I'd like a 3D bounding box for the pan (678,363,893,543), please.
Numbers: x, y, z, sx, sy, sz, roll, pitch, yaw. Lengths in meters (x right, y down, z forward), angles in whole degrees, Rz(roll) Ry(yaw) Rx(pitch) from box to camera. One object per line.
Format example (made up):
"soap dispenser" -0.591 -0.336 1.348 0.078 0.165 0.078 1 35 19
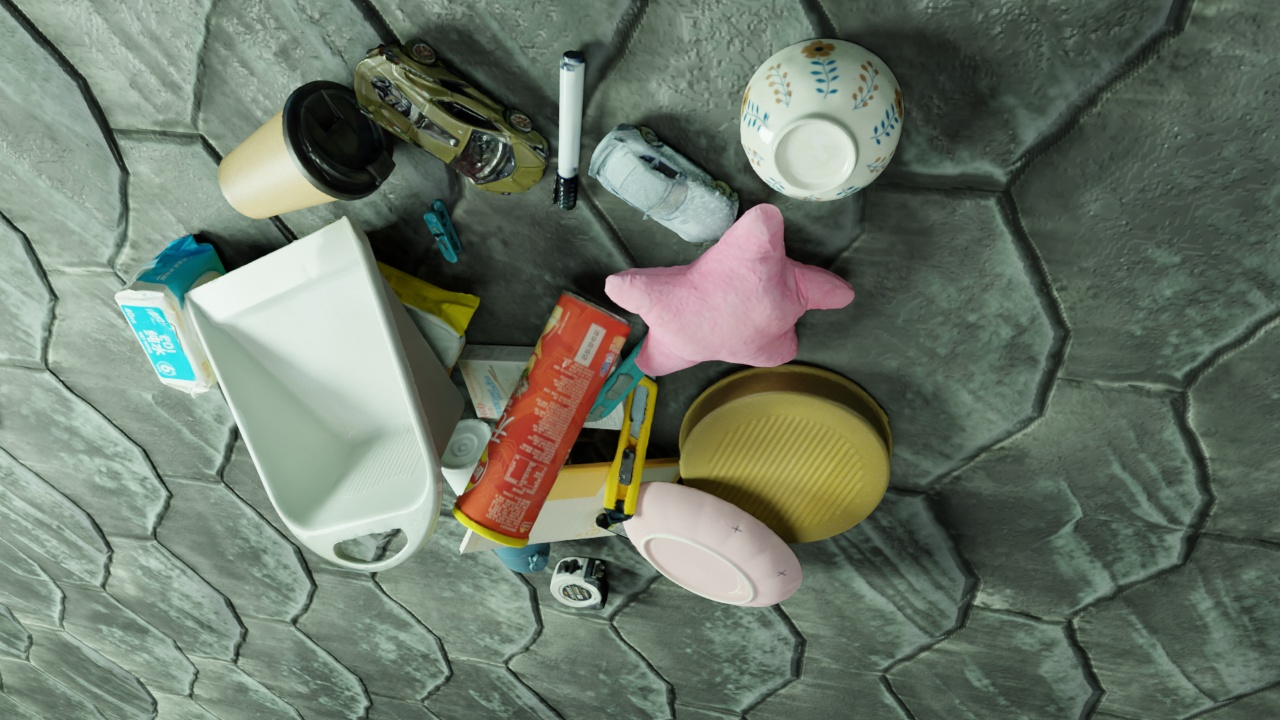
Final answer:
"pan" 0.105 0.137 0.912 0.197 0.078 0.358 22 128 -7

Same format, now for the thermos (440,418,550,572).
"thermos" -0.150 0.152 0.975 0.070 0.070 0.221 0 139 17

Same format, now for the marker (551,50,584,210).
"marker" -0.056 -0.171 0.697 0.022 0.018 0.131 -1 134 -7

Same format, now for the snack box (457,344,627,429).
"snack box" -0.090 0.026 0.883 0.157 0.026 0.085 3 133 15

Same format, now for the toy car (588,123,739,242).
"toy car" 0.018 -0.131 0.701 0.120 0.036 0.054 30 133 -15

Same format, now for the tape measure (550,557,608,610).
"tape measure" -0.073 0.264 1.092 0.066 0.033 0.066 5 131 9

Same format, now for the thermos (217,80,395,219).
"thermos" -0.270 -0.160 0.731 0.144 0.092 0.093 -13 127 36

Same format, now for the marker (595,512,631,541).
"marker" -0.009 0.184 0.980 0.015 0.018 0.124 22 172 43

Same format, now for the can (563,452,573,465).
"can" -0.096 0.108 0.916 0.058 0.057 0.147 8 148 10

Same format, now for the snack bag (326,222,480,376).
"snack bag" -0.256 -0.009 0.874 0.158 0.068 0.247 27 134 -7

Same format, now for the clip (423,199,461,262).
"clip" -0.169 -0.110 0.787 0.014 0.046 0.057 -5 134 18

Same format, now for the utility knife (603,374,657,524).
"utility knife" -0.009 0.075 0.857 0.033 0.015 0.173 12 103 9

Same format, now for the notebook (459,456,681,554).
"notebook" -0.065 0.144 0.920 0.206 0.010 0.146 0 141 -29

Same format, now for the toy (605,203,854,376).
"toy" 0.070 -0.037 0.742 0.195 0.074 0.178 -25 135 29

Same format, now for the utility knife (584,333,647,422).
"utility knife" -0.005 0.005 0.822 0.029 0.013 0.161 25 119 -29

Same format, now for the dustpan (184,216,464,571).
"dustpan" -0.272 0.049 0.790 0.223 0.142 0.258 -17 125 29

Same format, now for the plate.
"plate" 0.062 0.190 0.900 0.192 0.038 0.193 22 149 14

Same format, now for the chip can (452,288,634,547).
"chip can" -0.084 0.049 0.785 0.073 0.073 0.216 26 92 -7

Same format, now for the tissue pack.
"tissue pack" -0.431 -0.042 0.883 0.063 0.089 0.140 6 132 13

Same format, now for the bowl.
"bowl" 0.121 -0.154 0.630 0.113 0.062 0.114 10 133 10

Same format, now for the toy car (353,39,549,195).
"toy car" -0.143 -0.181 0.702 0.158 0.042 0.070 30 133 -14
